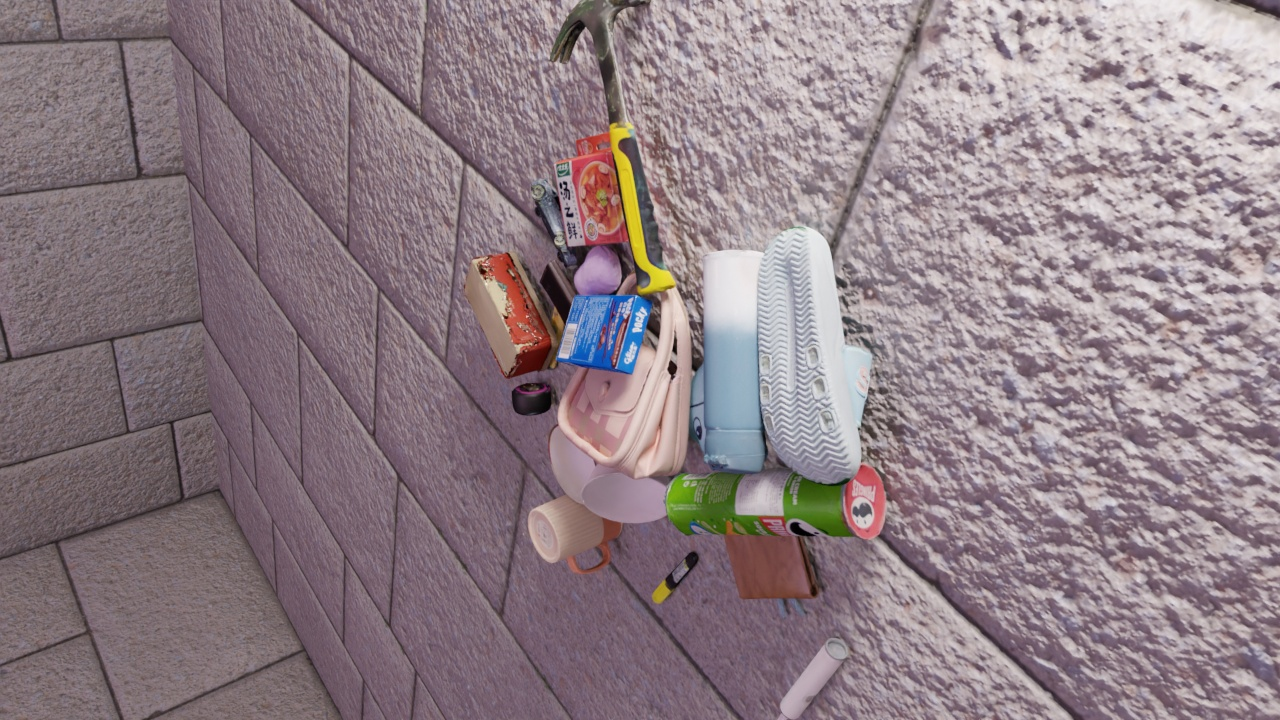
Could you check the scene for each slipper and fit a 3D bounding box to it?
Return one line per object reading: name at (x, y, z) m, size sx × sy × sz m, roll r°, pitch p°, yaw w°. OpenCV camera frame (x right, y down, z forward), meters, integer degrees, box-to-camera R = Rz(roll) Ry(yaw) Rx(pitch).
slipper at (0.165, -0.005, 0.863) m, size 0.104 × 0.074 × 0.245 m, roll -18°, pitch 74°, yaw 55°

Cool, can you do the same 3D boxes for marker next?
marker at (0.046, 0.282, 1.191) m, size 0.018 × 0.015 × 0.124 m, roll 54°, pitch 138°, yaw 22°

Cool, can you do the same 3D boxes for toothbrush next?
toothbrush at (0.180, 0.384, 1.044) m, size 0.026 × 0.026 × 0.222 m, roll -102°, pitch 24°, yaw -45°

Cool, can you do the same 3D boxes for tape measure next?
tape measure at (-0.157, 0.053, 1.323) m, size 0.058 × 0.057 × 0.039 m, roll 25°, pitch 123°, yaw 56°

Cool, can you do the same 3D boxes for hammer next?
hammer at (-0.019, -0.231, 0.986) m, size 0.126 × 0.031 × 0.323 m, roll -10°, pitch 93°, yaw 33°

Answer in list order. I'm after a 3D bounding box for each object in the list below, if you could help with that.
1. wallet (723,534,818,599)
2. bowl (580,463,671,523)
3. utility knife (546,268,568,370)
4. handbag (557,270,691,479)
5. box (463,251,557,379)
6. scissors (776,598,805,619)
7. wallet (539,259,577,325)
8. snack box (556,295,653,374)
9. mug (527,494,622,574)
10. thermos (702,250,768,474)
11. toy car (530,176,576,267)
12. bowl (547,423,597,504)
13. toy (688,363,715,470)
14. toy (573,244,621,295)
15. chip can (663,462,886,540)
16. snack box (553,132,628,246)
wallet at (0.138, 0.207, 1.009) m, size 0.101 × 0.020 × 0.115 m, roll -16°, pitch 91°, yaw 44°
bowl at (-0.013, 0.148, 1.155) m, size 0.119 × 0.118 × 0.064 m, roll 123°, pitch 160°, yaw -48°
utility knife at (-0.114, -0.052, 1.262) m, size 0.031 × 0.018 × 0.173 m, roll 40°, pitch 129°, yaw 28°
handbag at (-0.006, 0.006, 1.066) m, size 0.193 × 0.093 × 0.234 m, roll 30°, pitch 108°, yaw 61°
box at (-0.191, -0.064, 1.284) m, size 0.168 × 0.079 × 0.092 m, roll 61°, pitch 147°, yaw 22°
scissors at (0.152, 0.226, 1.026) m, size 0.137 × 0.017 × 0.096 m, roll 56°, pitch 135°, yaw 16°
wallet at (-0.092, -0.065, 1.187) m, size 0.122 × 0.020 × 0.096 m, roll 60°, pitch 161°, yaw 2°
snack box at (-0.044, -0.032, 1.057) m, size 0.157 × 0.026 × 0.084 m, roll 8°, pitch 81°, yaw 60°
mug at (-0.086, 0.238, 1.266) m, size 0.082 × 0.105 × 0.114 m, roll -20°, pitch 88°, yaw 55°
thermos at (0.094, 0.003, 0.912) m, size 0.070 × 0.070 × 0.220 m, roll -4°, pitch 85°, yaw 54°
toy car at (-0.107, -0.176, 1.166) m, size 0.054 × 0.036 × 0.120 m, roll 95°, pitch 153°, yaw -72°
bowl at (-0.068, 0.129, 1.234) m, size 0.113 × 0.062 × 0.114 m, roll 28°, pitch 127°, yaw 45°
toy at (0.093, 0.042, 0.994) m, size 0.156 × 0.049 × 0.161 m, roll 0°, pitch 94°, yaw 55°
toy at (-0.053, -0.099, 1.132) m, size 0.084 × 0.038 × 0.108 m, roll 66°, pitch 150°, yaw 12°
chip can at (0.130, 0.145, 0.939) m, size 0.237 × 0.072 × 0.072 m, roll -10°, pitch 97°, yaw 46°
snack box at (-0.050, -0.202, 1.081) m, size 0.113 × 0.044 × 0.127 m, roll 4°, pitch 108°, yaw 52°
